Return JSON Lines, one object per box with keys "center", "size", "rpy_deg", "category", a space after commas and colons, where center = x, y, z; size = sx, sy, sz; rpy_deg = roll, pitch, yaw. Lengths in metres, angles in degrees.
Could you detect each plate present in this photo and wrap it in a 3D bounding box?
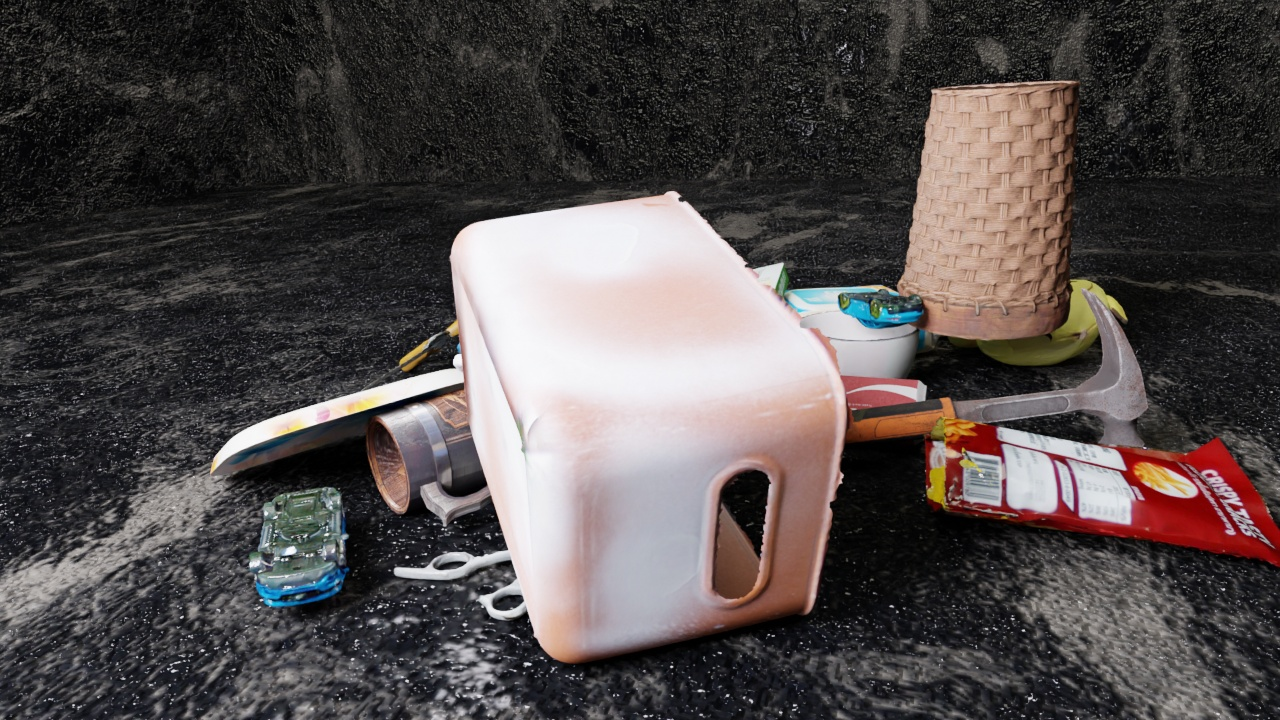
{"center": [-0.234, 0.046, 0.714], "size": [0.186, 0.016, 0.187], "rpy_deg": [-18, -4, -34], "category": "plate"}

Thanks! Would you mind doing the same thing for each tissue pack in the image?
{"center": [0.221, -0.040, 1.003], "size": [0.209, 0.066, 0.117], "rpy_deg": [-4, 18, -12], "category": "tissue pack"}

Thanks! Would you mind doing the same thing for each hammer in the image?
{"center": [0.213, 0.033, 0.698], "size": [0.315, 0.138, 0.035], "rpy_deg": [-8, 14, 9], "category": "hammer"}

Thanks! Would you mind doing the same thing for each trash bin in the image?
{"center": [-0.014, 0.028, 0.543], "size": [0.157, 0.182, 0.259], "rpy_deg": [-10, 35, -17], "category": "trash bin"}
{"center": [0.314, -0.140, 0.830], "size": [0.151, 0.210, 0.151], "rpy_deg": [-3, 19, 1], "category": "trash bin"}

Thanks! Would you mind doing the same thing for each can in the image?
{"center": [0.185, 0.040, 0.759], "size": [0.097, 0.054, 0.053], "rpy_deg": [4, 18, 19], "category": "can"}

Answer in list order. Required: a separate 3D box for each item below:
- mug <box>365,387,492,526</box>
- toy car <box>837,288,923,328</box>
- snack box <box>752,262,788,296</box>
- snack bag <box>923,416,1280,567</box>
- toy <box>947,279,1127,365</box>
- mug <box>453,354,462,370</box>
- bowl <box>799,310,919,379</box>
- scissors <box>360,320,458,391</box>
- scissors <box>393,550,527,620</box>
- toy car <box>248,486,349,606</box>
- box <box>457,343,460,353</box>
{"center": [-0.128, 0.070, 0.674], "size": [0.107, 0.080, 0.116], "rpy_deg": [-16, 37, -35], "category": "mug"}
{"center": [0.220, -0.047, 0.846], "size": [0.048, 0.032, 0.105], "rpy_deg": [-7, 12, -14], "category": "toy car"}
{"center": [0.078, -0.041, 0.957], "size": [0.132, 0.027, 0.167], "rpy_deg": [-10, 29, 26], "category": "snack box"}
{"center": [0.300, 0.080, 0.606], "size": [0.208, 0.067, 0.138], "rpy_deg": [3, 23, 9], "category": "snack bag"}
{"center": [0.402, -0.050, 0.973], "size": [0.149, 0.084, 0.214], "rpy_deg": [-26, 21, -7], "category": "toy"}
{"center": [-0.109, 0.023, 0.775], "size": [0.088, 0.080, 0.114], "rpy_deg": [13, -16, 26], "category": "mug"}
{"center": [0.205, -0.004, 0.878], "size": [0.116, 0.066, 0.116], "rpy_deg": [-2, 17, 0], "category": "bowl"}
{"center": [-0.189, -0.029, 0.923], "size": [0.228, 0.016, 0.225], "rpy_deg": [-36, 7, -14], "category": "scissors"}
{"center": [-0.070, 0.122, 0.593], "size": [0.147, 0.014, 0.141], "rpy_deg": [5, 21, 23], "category": "scissors"}
{"center": [-0.208, 0.117, 0.574], "size": [0.056, 0.044, 0.120], "rpy_deg": [-7, 16, -15], "category": "toy car"}
{"center": [-0.044, -0.037, 0.877], "size": [0.232, 0.094, 0.112], "rpy_deg": [-5, 55, 15], "category": "box"}
